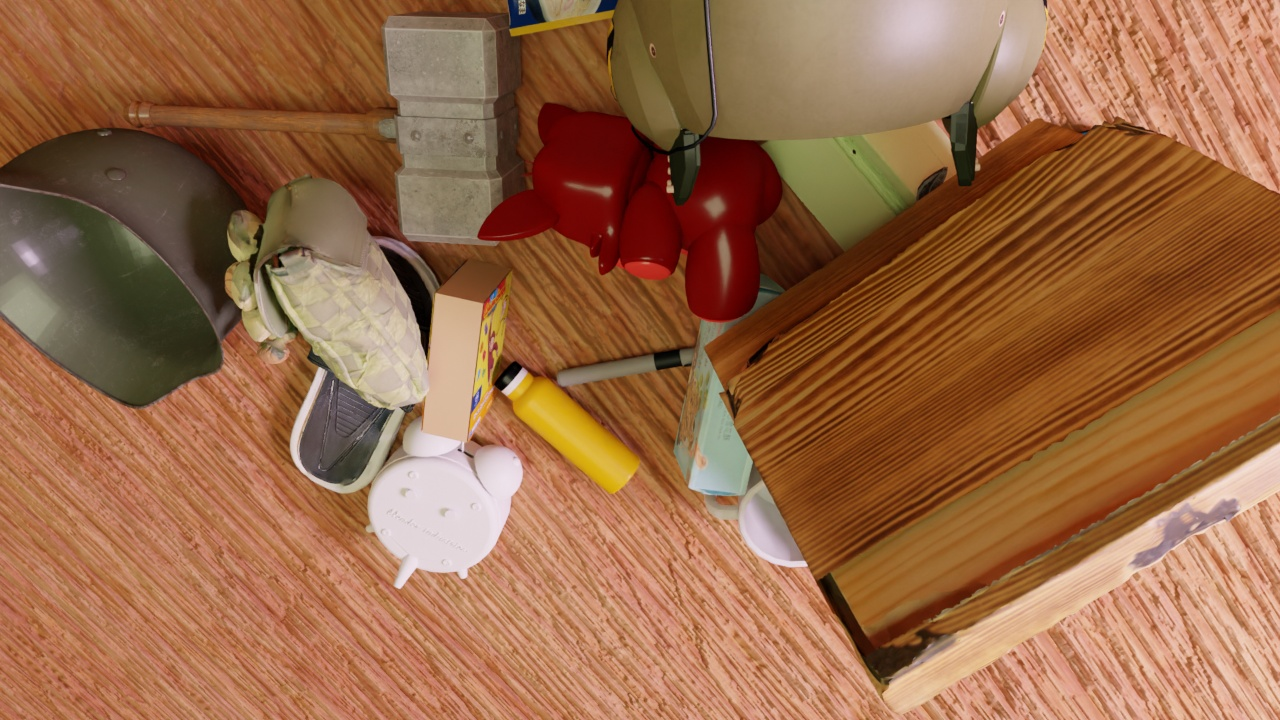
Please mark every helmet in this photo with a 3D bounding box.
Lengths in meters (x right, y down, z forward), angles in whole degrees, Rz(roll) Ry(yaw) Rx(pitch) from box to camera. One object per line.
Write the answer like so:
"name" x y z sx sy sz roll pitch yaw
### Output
"helmet" -0.400 -0.091 0.726 0.268 0.153 0.227 16 139 26
"helmet" 0.103 -0.223 0.540 0.250 0.255 0.233 -3 117 8

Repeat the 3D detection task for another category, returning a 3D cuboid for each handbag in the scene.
"handbag" -0.239 -0.038 0.690 0.117 0.113 0.186 -20 130 3

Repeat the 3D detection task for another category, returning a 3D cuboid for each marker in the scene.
"marker" -0.005 0.005 0.799 0.141 0.016 0.016 -10 112 12

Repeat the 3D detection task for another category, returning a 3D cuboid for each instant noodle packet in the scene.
"instant noodle packet" -0.065 -0.308 0.650 0.087 0.026 0.134 -17 113 -16

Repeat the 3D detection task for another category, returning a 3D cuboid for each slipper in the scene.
"slipper" -0.250 0.018 0.817 0.111 0.063 0.264 27 117 -5

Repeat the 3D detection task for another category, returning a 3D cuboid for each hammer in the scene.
"hammer" -0.255 -0.186 0.714 0.318 0.082 0.163 4 114 7

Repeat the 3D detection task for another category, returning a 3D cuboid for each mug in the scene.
"mug" 0.115 0.115 0.790 0.121 0.090 0.091 -4 113 10

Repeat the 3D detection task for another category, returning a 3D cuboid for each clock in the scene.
"clock" -0.187 0.135 0.852 0.125 0.072 0.161 28 115 -5

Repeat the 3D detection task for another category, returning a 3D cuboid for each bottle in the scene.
"bottle" -0.067 0.058 0.817 0.143 0.043 0.043 42 113 -11

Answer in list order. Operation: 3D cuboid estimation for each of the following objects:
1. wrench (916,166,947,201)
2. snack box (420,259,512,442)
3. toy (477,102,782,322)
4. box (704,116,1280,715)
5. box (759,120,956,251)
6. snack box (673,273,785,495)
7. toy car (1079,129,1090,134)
"wrench" 0.179 -0.038 0.718 0.070 0.010 0.274 29 130 -1
"snack box" -0.146 -0.010 0.773 0.040 0.088 0.126 13 115 2
"toy" 0.000 -0.119 0.672 0.197 0.158 0.121 12 147 9
"box" 0.220 0.038 0.521 0.279 0.335 0.286 -34 114 10
"box" 0.194 -0.134 0.703 0.188 0.082 0.098 47 155 -15
"snack box" 0.072 0.016 0.744 0.053 0.075 0.175 7 107 -11
"toy car" 0.339 -0.119 0.687 0.048 0.032 0.105 -12 113 12
